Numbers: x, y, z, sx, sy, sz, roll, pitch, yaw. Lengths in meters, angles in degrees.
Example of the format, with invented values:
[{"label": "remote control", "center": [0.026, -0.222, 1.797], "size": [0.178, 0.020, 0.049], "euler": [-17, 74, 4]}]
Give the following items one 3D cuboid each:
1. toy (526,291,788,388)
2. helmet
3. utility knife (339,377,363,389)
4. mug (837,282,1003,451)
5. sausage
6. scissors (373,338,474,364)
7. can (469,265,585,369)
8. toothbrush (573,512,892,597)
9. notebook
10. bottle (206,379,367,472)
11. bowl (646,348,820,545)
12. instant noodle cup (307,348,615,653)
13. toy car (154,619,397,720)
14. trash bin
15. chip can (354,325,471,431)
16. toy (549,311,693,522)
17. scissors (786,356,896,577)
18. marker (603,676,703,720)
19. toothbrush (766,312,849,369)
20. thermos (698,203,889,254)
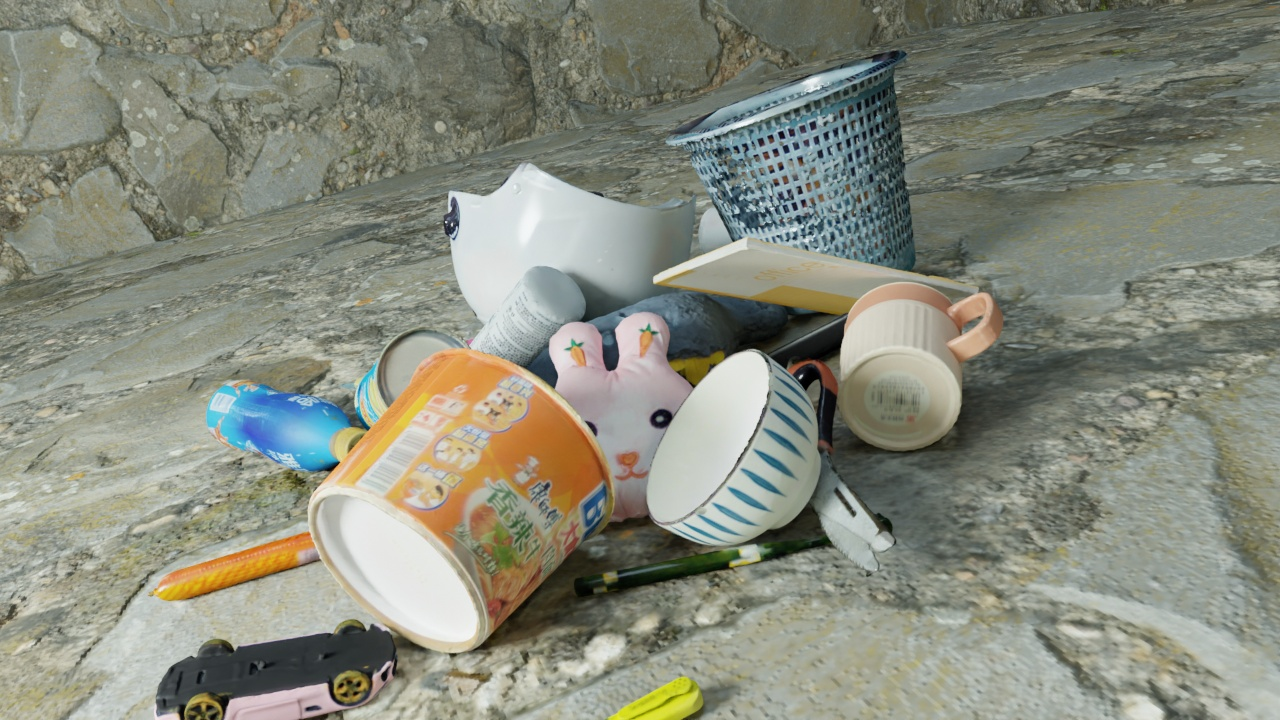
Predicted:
[{"label": "toy", "center": [-0.004, 0.004, 0.746], "size": [0.355, 0.091, 0.138], "euler": [-22, -5, -25]}, {"label": "helmet", "center": [-0.070, -0.079, 0.871], "size": [0.228, 0.146, 0.259], "euler": [5, -8, -36]}, {"label": "utility knife", "center": [-0.189, 0.009, 0.833], "size": [0.162, 0.018, 0.031], "euler": [-6, 18, -27]}, {"label": "mug", "center": [0.191, -0.004, 0.626], "size": [0.115, 0.081, 0.105], "euler": [-30, 15, 28]}, {"label": "sausage", "center": [-0.257, 0.137, 0.635], "size": [0.165, 0.021, 0.021], "euler": [-15, 22, -7]}, {"label": "scissors", "center": [-0.192, -0.007, 0.840], "size": [0.133, 0.017, 0.135], "euler": [-9, -2, 19]}, {"label": "can", "center": [-0.106, -0.014, 0.769], "size": [0.147, 0.058, 0.058], "euler": [-46, -1, 38]}, {"label": "toothbrush", "center": [0.052, 0.112, 0.530], "size": [0.186, 0.012, 0.017], "euler": [-12, 16, 3]}, {"label": "notebook", "center": [0.133, -0.060, 0.715], "size": [0.206, 0.010, 0.146], "euler": [8, -9, -25]}, {"label": "bottle", "center": [-0.300, 0.059, 0.795], "size": [0.219, 0.065, 0.065], "euler": [7, 29, 40]}, {"label": "bowl", "center": [0.062, 0.059, 0.537], "size": [0.117, 0.066, 0.116], "euler": [-50, 19, 24]}, {"label": "instant noodle cup", "center": [-0.106, 0.084, 0.524], "size": [0.152, 0.151, 0.111], "euler": [2, 34, 33]}, {"label": "toy car", "center": [-0.193, 0.173, 0.492], "size": [0.122, 0.037, 0.056], "euler": [-6, 22, -16]}, {"label": "trash bin", "center": [0.160, -0.157, 0.864], "size": [0.227, 0.195, 0.226], "euler": [-19, 16, 6]}, {"label": "chip can", "center": [-0.176, 0.023, 0.702], "size": [0.071, 0.071, 0.211], "euler": [-22, 1, -21]}, {"label": "toy", "center": [-0.017, 0.034, 0.628], "size": [0.121, 0.054, 0.159], "euler": [-11, 58, -1]}, {"label": "scissors", "center": [0.110, 0.053, 0.554], "size": [0.207, 0.015, 0.193], "euler": [-26, 36, 58]}, {"label": "marker", "center": [-0.028, 0.176, 0.415], "size": [0.124, 0.015, 0.018], "euler": [-21, 20, -16]}, {"label": "toothbrush", "center": [0.098, 0.011, 0.737], "size": [0.212, 0.026, 0.027], "euler": [-25, 7, -28]}, {"label": "thermos", "center": [0.173, -0.144, 1.028], "size": [0.221, 0.070, 0.070], "euler": [4, 27, 37]}]
